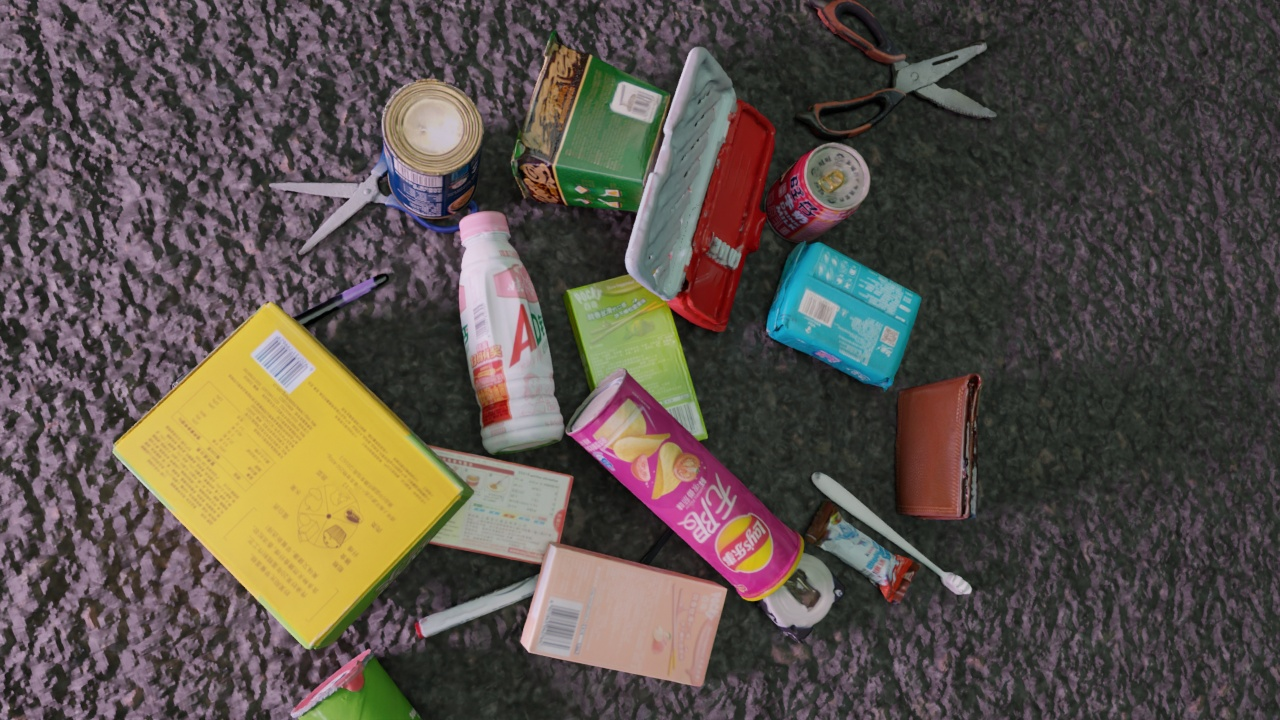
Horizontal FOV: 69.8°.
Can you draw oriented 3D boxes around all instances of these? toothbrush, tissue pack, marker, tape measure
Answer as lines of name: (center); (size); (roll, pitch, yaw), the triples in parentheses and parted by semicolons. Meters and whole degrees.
toothbrush: (0.226, 0.156, 0.825); (0.180, 0.016, 0.016); (37, 74, -4)
tissue pack: (0.185, -0.040, 0.828); (0.133, 0.050, 0.093); (26, 76, -8)
toothbrush: (0.004, 0.166, 0.777); (0.018, 0.016, 0.180); (45, 75, -22)
toothbrush: (-0.289, -0.025, 0.743); (0.188, 0.017, 0.014); (-31, 89, -16)
marker: (-0.111, 0.193, 0.748); (0.145, 0.017, 0.017); (-18, 86, -14)
tape measure: (0.133, 0.198, 0.791); (0.066, 0.034, 0.065); (45, 74, -3)

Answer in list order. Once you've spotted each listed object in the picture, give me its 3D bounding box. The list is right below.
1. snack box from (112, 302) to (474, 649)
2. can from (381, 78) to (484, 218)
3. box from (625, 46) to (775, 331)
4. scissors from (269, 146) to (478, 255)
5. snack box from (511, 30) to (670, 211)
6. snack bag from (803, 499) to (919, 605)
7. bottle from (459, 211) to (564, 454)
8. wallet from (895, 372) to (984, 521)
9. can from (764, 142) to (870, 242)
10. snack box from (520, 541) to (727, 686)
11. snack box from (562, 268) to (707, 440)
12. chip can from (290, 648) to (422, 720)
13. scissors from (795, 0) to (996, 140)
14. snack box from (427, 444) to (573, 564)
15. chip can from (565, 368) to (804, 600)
snack box: (-0.254, 0.085, 0.687); (0.210, 0.070, 0.157); (43, 80, 5)
can: (-0.164, -0.164, 0.726); (0.075, 0.111, 0.075); (2, 81, -12)
box: (0.053, -0.140, 0.778); (0.158, 0.039, 0.200); (28, 74, -47)
scissors: (-0.217, -0.147, 0.778); (0.174, 0.012, 0.162); (22, 79, -7)
snack box: (-0.034, -0.184, 0.757); (0.105, 0.117, 0.118); (15, 83, 4)
snack bag: (0.196, 0.170, 0.813); (0.104, 0.026, 0.048); (39, 64, -5)
bottle: (-0.113, -0.024, 0.757); (0.068, 0.068, 0.197); (-10, 80, -13)
wallet: (0.261, 0.078, 0.801); (0.032, 0.101, 0.124); (7, 80, -13)
can: (0.156, -0.148, 0.814); (0.066, 0.094, 0.066); (2, 82, -12)
snack box: (-0.011, 0.207, 0.747); (0.157, 0.026, 0.084); (18, 82, -20)
snack box: (-0.005, 0.005, 0.793); (0.085, 0.026, 0.156); (-16, 86, -14)
chip can: (-0.161, 0.332, 0.690); (0.072, 0.072, 0.236); (-38, 91, -15)
scissors: (0.245, -0.274, 0.892); (0.225, 0.015, 0.188); (31, 77, -6)
snack box: (-0.139, 0.116, 0.748); (0.155, 0.027, 0.077); (14, 80, -10)
chip can: (0.038, 0.102, 0.744); (0.210, 0.071, 0.071); (44, 75, -13)
